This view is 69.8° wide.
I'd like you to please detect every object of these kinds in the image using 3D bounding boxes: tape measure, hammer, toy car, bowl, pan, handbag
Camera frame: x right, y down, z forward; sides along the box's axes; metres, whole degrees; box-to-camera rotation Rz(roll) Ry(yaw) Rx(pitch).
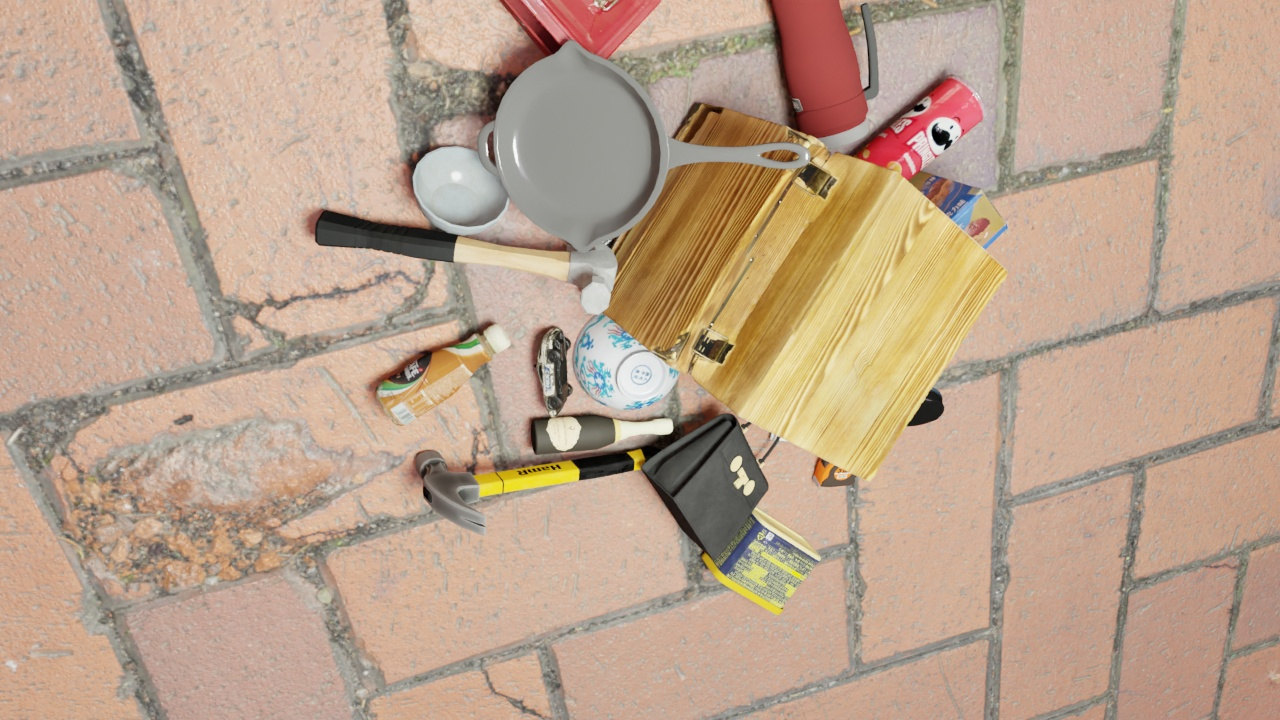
[{"bbox_3d":[0.282,0.150,1.315,0.058,0.038,0.059,-3,126,-15],"label":"tape measure"},{"bbox_3d":[-0.109,0.145,1.153,0.323,0.170,0.034,-6,114,-27],"label":"hammer"},{"bbox_3d":[-0.110,0.015,1.139,0.040,0.048,0.113,6,113,15],"label":"toy car"},{"bbox_3d":[-0.007,0.007,1.148,0.144,0.074,0.144,-6,113,-14],"label":"bowl"},{"bbox_3d":[-0.190,-0.122,1.023,0.328,0.131,0.039,8,123,-7],"label":"hammer"},{"bbox_3d":[-0.003,-0.217,0.946,0.355,0.024,0.217,6,114,18],"label":"pan"},{"bbox_3d":[-0.200,-0.181,1.014,0.106,0.106,0.039,9,154,-19],"label":"bowl"},{"bbox_3d":[0.122,0.142,1.230,0.195,0.072,0.176,-41,138,-10],"label":"handbag"}]

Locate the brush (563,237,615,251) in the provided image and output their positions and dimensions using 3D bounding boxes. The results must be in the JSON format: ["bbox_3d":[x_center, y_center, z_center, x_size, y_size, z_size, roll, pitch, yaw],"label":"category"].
[{"bbox_3d":[-0.034,-0.129,1.118,0.151,0.012,0.039,33,100,-24],"label":"brush"}]

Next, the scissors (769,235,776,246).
[{"bbox_3d":[0.128,-0.205,1.139,0.095,0.015,0.142,-13,108,-11],"label":"scissors"}]

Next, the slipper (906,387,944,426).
[{"bbox_3d":[0.277,0.026,1.246,0.265,0.083,0.109,7,148,-6],"label":"slipper"}]

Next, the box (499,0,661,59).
[{"bbox_3d":[-0.077,-0.393,0.961,0.129,0.097,0.157,-44,113,-1],"label":"box"}]

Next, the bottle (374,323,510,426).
[{"bbox_3d":[-0.232,0.012,1.092,0.167,0.059,0.059,-32,117,-2],"label":"bottle"}]

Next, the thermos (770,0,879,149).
[{"bbox_3d":[0.217,-0.353,1.057,0.108,0.083,0.199,-15,114,11],"label":"thermos"}]

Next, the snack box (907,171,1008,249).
[{"bbox_3d":[0.323,-0.133,1.143,0.203,0.155,0.069,-45,115,5],"label":"snack box"}]

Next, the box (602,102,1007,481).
[{"bbox_3d":[0.147,-0.093,1.030,0.286,0.336,0.279,27,99,-39],"label":"box"}]

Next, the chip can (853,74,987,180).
[{"bbox_3d":[0.313,-0.251,1.139,0.233,0.073,0.073,-39,117,3],"label":"chip can"}]

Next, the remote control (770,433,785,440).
[{"bbox_3d":[0.241,0.101,1.295,0.124,0.011,0.028,5,110,-18],"label":"remote control"}]

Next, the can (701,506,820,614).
[{"bbox_3d":[0.175,0.284,1.318,0.135,0.075,0.104,34,96,-25],"label":"can"}]

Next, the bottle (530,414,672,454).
[{"bbox_3d":[-0.047,0.092,1.187,0.184,0.045,0.045,-4,112,-15],"label":"bottle"}]
